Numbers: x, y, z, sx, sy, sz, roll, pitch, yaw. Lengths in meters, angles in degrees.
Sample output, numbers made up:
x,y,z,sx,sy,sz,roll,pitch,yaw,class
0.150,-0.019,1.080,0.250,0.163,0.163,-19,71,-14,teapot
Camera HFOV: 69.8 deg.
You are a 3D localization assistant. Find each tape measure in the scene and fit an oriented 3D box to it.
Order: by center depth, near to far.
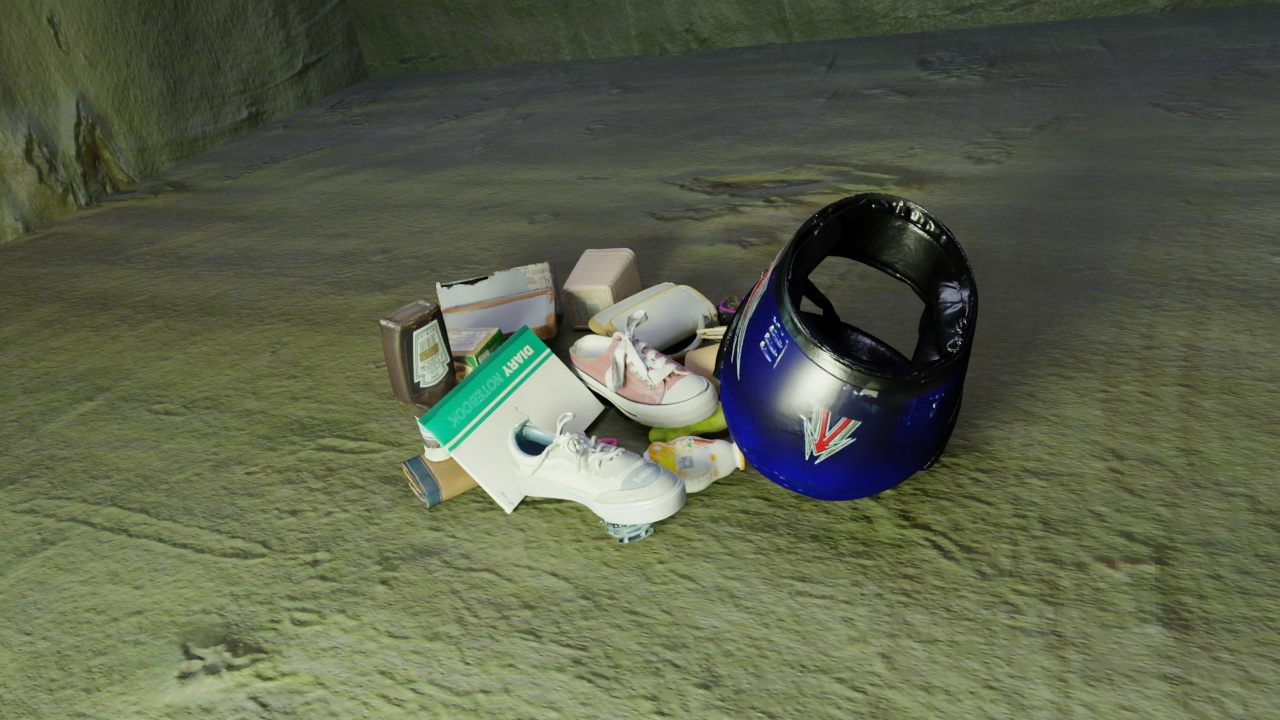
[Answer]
x,y,z,sx,sy,sz,roll,pitch,yaw,class
0.139,-0.069,1.325,0.057,0.039,0.057,-14,30,-5,tape measure

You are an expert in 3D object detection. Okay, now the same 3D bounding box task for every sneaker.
x,y,z,sx,sy,sz,roll,pitch,yaw,class
-0.052,0.105,0.971,0.243,0.091,0.089,5,28,43,sneaker
-0.007,0.007,1.135,0.118,0.088,0.241,-36,40,-28,sneaker

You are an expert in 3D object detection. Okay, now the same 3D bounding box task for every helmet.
x,y,z,sx,sy,sz,roll,pitch,yaw,class
0.211,0.001,0.966,0.247,0.241,0.314,23,48,6,helmet

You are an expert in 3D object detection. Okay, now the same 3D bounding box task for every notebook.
x,y,z,sx,sy,sz,roll,pitch,yaw,class
-0.149,0.064,1.106,0.012,0.150,0.208,-39,7,47,notebook

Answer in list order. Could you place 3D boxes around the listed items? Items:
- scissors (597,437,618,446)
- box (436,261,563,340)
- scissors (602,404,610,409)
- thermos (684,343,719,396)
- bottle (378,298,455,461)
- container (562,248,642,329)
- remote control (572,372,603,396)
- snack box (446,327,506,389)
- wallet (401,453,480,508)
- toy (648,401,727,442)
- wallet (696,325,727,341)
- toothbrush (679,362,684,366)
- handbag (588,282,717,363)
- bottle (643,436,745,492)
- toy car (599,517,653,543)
x,y,z,sx,sy,sz,roll,pitch,yaw,class
-0.043,0.117,1.065,0.073,0.017,0.137,-18,17,-18,scissors
-0.207,-0.075,1.341,0.179,0.110,0.259,-11,4,1,box
-0.154,0.057,1.230,0.234,0.022,0.220,-7,34,2,scissors
0.132,0.007,1.154,0.143,0.093,0.092,-8,29,20,thermos
-0.250,0.029,1.068,0.044,0.195,0.079,16,36,32,bottle
-0.061,-0.107,1.415,0.090,0.090,0.110,1,35,21,container
-0.029,0.031,1.221,0.136,0.024,0.053,-2,29,0,remote control
-0.216,0.020,1.173,0.118,0.106,0.118,0,30,18,snack box
-0.223,0.129,1.117,0.115,0.033,0.090,-24,34,-23,wallet
0.061,0.074,1.114,0.097,0.031,0.099,12,37,38,toy
0.138,-0.037,1.243,0.087,0.024,0.115,5,7,40,wallet
0.127,-0.005,1.237,0.213,0.026,0.027,-9,-3,7,toothbrush
0.031,-0.047,1.293,0.163,0.063,0.179,-28,30,-25,handbag
0.060,0.114,1.014,0.108,0.063,0.063,-11,30,-1,bottle
-0.021,0.157,0.994,0.054,0.037,0.120,-18,22,-10,toy car
